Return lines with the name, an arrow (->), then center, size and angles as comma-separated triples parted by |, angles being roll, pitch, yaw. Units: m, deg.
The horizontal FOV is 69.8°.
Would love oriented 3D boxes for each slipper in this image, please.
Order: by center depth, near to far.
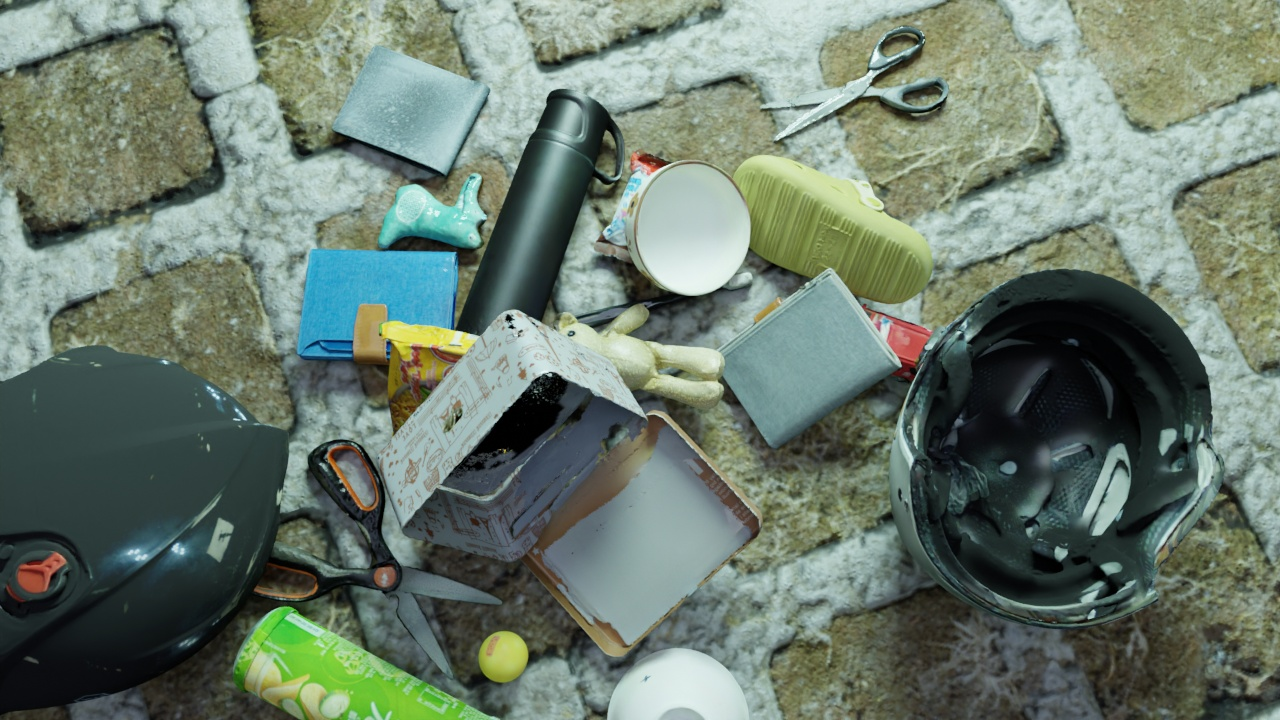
slipper -> 0.169, -0.119, 0.807 | 0.190, 0.092, 0.081 | 31, 41, 14

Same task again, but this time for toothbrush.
toothbrush -> 0.014, -0.052, 0.819 | 0.181, 0.018, 0.015 | -15, 87, -1

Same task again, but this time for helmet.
helmet -> -0.391, 0.126, 0.677 | 0.230, 0.234, 0.274 | 8, 73, -14
helmet -> 0.304, 0.078, 0.726 | 0.230, 0.157, 0.273 | 26, 70, 5

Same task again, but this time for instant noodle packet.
instant noodle packet -> -0.157, 0.025, 0.755 | 0.111, 0.129, 0.044 | 7, 38, 0

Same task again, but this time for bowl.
bowl -> 0.032, 0.295, 0.731 | 0.118, 0.065, 0.118 | 0, 80, -1
bowl -> 0.033, -0.115, 0.798 | 0.113, 0.062, 0.113 | -4, 100, -25

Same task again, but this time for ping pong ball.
ping pong ball -> -0.112, 0.243, 0.751 | 0.040, 0.040, 0.040 | 0, 79, 0

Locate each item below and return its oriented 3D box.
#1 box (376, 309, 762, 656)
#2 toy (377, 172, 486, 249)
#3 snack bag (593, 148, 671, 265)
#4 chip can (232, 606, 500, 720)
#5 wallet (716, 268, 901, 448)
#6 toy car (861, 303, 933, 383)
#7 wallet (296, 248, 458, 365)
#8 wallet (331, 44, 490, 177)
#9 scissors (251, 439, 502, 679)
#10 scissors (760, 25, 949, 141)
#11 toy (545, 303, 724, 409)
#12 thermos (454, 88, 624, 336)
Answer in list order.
box -> -0.055, 0.099, 0.727 | 0.272, 0.130, 0.179 | 39, 105, -20
toy -> -0.180, -0.132, 0.828 | 0.092, 0.030, 0.096 | 17, 73, -2
snack bag -> -0.004, -0.139, 0.829 | 0.045, 0.026, 0.105 | 21, 83, -3
chip can -> -0.214, 0.274, 0.730 | 0.221, 0.072, 0.072 | 27, 80, 5
wallet -> 0.137, -0.003, 0.780 | 0.130, 0.037, 0.106 | -38, 79, 24
toy car -> 0.206, -0.018, 0.799 | 0.120, 0.045, 0.053 | 17, 79, 5
wallet -> -0.230, -0.048, 0.808 | 0.133, 0.040, 0.106 | 2, 75, 1
wallet -> -0.213, -0.233, 0.851 | 0.121, 0.019, 0.097 | 22, 78, 5
scissors -> -0.231, 0.165, 0.775 | 0.221, 0.022, 0.224 | -6, 79, -1
scissors -> 0.203, -0.256, 0.860 | 0.163, 0.014, 0.166 | 21, 82, 6
toy -> -0.005, 0.005, 0.783 | 0.157, 0.066, 0.105 | 12, 97, 10
thermos -> -0.082, -0.112, 0.806 | 0.090, 0.068, 0.242 | 23, 79, -17
